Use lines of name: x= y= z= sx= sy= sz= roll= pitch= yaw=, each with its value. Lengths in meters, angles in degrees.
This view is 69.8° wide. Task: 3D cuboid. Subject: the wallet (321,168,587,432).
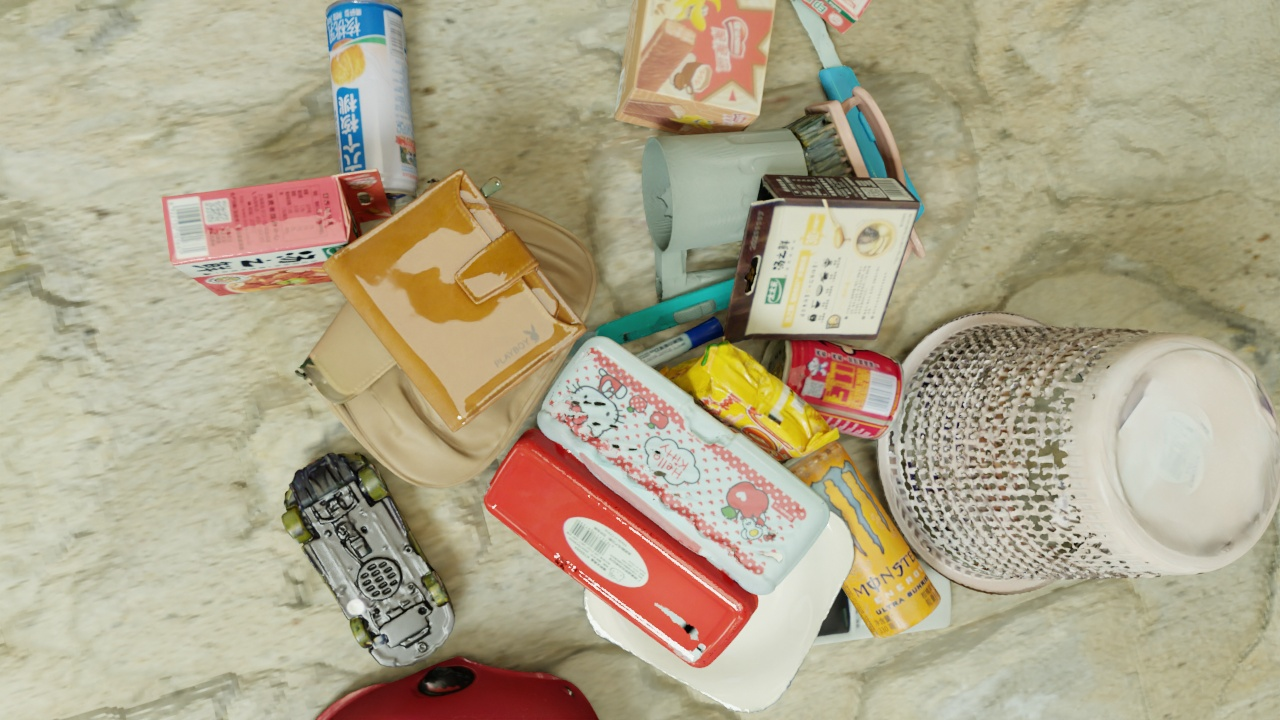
wallet: x=-0.109 y=-0.042 z=0.571 sx=0.119 sy=0.035 sz=0.130 roll=-39 pitch=91 yaw=-7

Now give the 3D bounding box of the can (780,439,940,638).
can: x=0.159 y=0.130 z=0.683 sx=0.058 sy=0.058 sz=0.146 roll=-31 pitch=81 yaw=-10

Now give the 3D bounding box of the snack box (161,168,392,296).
snack box: x=-0.227 y=-0.080 z=0.601 sx=0.127 sy=0.113 sz=0.044 roll=-10 pitch=86 yaw=-11

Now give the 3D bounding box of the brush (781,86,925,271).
brush: x=0.166 y=-0.128 z=0.697 sx=0.073 sy=0.063 sz=0.145 roll=-27 pitch=104 yaw=-1

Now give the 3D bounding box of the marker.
marker: x=-0.004 y=0.004 z=0.690 sx=0.145 sy=0.017 sz=0.017 roll=-25 pitch=93 yaw=-11

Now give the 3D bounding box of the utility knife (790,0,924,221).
utility knife: x=0.170 y=-0.198 z=0.730 sx=0.034 sy=0.018 sz=0.208 roll=-27 pitch=92 yaw=-10

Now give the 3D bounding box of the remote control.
remote control: x=0.171 y=0.187 z=0.715 sx=0.150 sy=0.021 sz=0.058 roll=-5 pitch=89 yaw=-12

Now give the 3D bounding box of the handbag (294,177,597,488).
handbag: x=-0.125 y=-0.019 z=0.625 sx=0.147 sy=0.100 sz=0.204 roll=34 pitch=78 yaw=-12

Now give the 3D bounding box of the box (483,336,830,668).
box: x=0.006 y=0.098 z=0.620 sx=0.201 sy=0.049 sz=0.161 roll=36 pitch=109 yaw=6

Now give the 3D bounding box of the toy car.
toy car: x=-0.188 y=0.138 z=0.637 sx=0.070 sy=0.042 sz=0.158 roll=-29 pitch=92 yaw=-10

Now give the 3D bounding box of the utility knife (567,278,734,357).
utility knife: x=0.024 y=-0.034 z=0.689 sx=0.178 sy=0.013 sz=0.029 roll=-19 pitch=133 yaw=-3

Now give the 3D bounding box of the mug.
mug: x=0.061 y=-0.108 z=0.682 sx=0.103 sy=0.083 sz=0.124 roll=-9 pitch=116 yaw=-12

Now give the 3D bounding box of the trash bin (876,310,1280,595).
trash bin: x=0.315 y=0.065 z=0.652 sx=0.227 sy=0.192 sz=0.227 roll=1 pitch=84 yaw=-15

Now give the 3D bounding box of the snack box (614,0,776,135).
snack box: x=0.039 y=-0.222 z=0.675 sx=0.094 sy=0.077 sz=0.092 roll=9 pitch=86 yaw=-11

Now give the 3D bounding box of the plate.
plate: x=0.057 y=0.155 z=0.672 sx=0.164 sy=0.034 sz=0.163 roll=28 pitch=92 yaw=7

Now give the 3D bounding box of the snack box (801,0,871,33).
snack box: x=0.122 y=-0.335 z=0.715 sx=0.156 sy=0.027 sz=0.077 roll=36 pitch=74 yaw=-7

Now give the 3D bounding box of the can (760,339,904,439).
can: x=0.141 y=0.019 z=0.692 sx=0.093 sy=0.066 sz=0.066 roll=13 pitch=86 yaw=-10

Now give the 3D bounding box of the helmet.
helmet: x=-0.122 y=0.314 z=0.596 sx=0.240 sy=0.144 sz=0.207 roll=8 pitch=89 yaw=-9

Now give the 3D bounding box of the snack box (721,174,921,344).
snack box: x=0.119 y=-0.069 z=0.645 sx=0.125 sy=0.053 sz=0.113 roll=0 pitch=125 yaw=-12

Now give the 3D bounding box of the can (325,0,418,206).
can: x=-0.187 y=-0.178 z=0.642 sx=0.053 sy=0.053 sz=0.134 roll=-5 pitch=89 yaw=-11

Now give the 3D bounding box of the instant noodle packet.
instant noodle packet: x=0.069 y=0.035 z=0.646 sx=0.111 sy=0.129 sz=0.044 roll=36 pitch=72 yaw=-8
